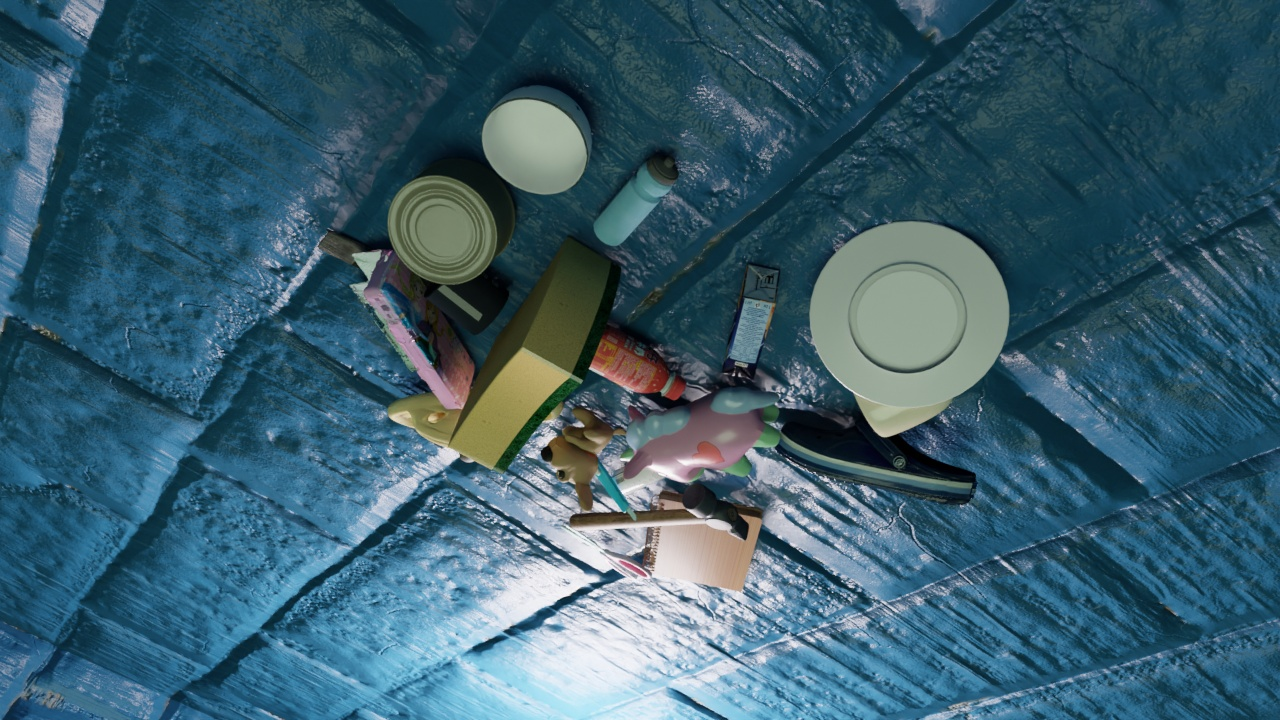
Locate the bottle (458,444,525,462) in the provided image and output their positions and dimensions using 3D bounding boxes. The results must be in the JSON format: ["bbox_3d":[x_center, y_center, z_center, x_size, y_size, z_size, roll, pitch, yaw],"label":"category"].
[{"bbox_3d":[-0.221,0.129,1.369,0.110,0.036,0.036,-11,130,25],"label":"bottle"}]

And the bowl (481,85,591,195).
[{"bbox_3d":[-0.102,-0.236,0.952,0.113,0.063,0.114,8,136,8],"label":"bowl"}]

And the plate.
[{"bbox_3d":[0.289,-0.046,0.996,0.209,0.015,0.209,5,107,15],"label":"plate"}]

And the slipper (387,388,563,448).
[{"bbox_3d":[-0.231,0.090,1.289,0.262,0.079,0.111,-8,158,18],"label":"slipper"}]

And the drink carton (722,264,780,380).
[{"bbox_3d":[0.129,-0.042,1.078,0.040,0.064,0.130,13,136,4],"label":"drink carton"}]

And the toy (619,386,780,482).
[{"bbox_3d":[0.078,0.091,1.203,0.171,0.119,0.223,19,138,-17],"label":"toy"}]

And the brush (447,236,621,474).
[{"bbox_3d":[-0.127,-0.003,1.097,0.075,0.194,0.251,29,134,-14],"label":"brush"}]

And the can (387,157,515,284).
[{"bbox_3d":[-0.211,-0.155,1.029,0.128,0.073,0.128,3,116,7],"label":"can"}]

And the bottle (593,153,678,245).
[{"bbox_3d":[-0.003,-0.177,0.999,0.040,0.040,0.130,32,134,-16],"label":"bottle"}]

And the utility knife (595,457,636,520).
[{"bbox_3d":[-0.044,0.185,1.342,0.124,0.015,0.022,54,125,17],"label":"utility knife"}]

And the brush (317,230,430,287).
[{"bbox_3d":[-0.336,-0.122,1.169,0.151,0.012,0.039,26,135,-11],"label":"brush"}]

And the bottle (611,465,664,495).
[{"bbox_3d":[0.010,0.159,1.331,0.041,0.041,0.116,40,131,-23],"label":"bottle"}]

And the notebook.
[{"bbox_3d":[0.093,0.288,1.450,0.169,0.022,0.211,10,136,5],"label":"notebook"}]

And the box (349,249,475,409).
[{"bbox_3d":[-0.309,-0.033,1.184,0.106,0.086,0.230,-7,137,16],"label":"box"}]

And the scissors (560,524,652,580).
[{"bbox_3d":[-0.067,0.319,1.523,0.179,0.016,0.105,30,155,-6],"label":"scissors"}]

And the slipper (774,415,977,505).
[{"bbox_3d":[0.302,0.115,1.173,0.253,0.105,0.095,14,99,19],"label":"slipper"}]

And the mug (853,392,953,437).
[{"bbox_3d":[0.307,0.017,1.074,0.100,0.096,0.120,-28,84,27],"label":"mug"}]

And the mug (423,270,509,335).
[{"bbox_3d":[-0.223,-0.081,1.146,0.077,0.071,0.105,40,158,-23],"label":"mug"}]

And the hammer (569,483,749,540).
[{"bbox_3d":[0.010,0.237,1.371,0.323,0.040,0.129,-12,142,42],"label":"hammer"}]

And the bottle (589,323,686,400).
[{"bbox_3d":[-0.007,0.007,1.170,0.137,0.061,0.062,29,135,-14],"label":"bottle"}]

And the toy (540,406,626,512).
[{"bbox_3d":[-0.084,0.128,1.297,0.105,0.134,0.108,20,113,-37],"label":"toy"}]
